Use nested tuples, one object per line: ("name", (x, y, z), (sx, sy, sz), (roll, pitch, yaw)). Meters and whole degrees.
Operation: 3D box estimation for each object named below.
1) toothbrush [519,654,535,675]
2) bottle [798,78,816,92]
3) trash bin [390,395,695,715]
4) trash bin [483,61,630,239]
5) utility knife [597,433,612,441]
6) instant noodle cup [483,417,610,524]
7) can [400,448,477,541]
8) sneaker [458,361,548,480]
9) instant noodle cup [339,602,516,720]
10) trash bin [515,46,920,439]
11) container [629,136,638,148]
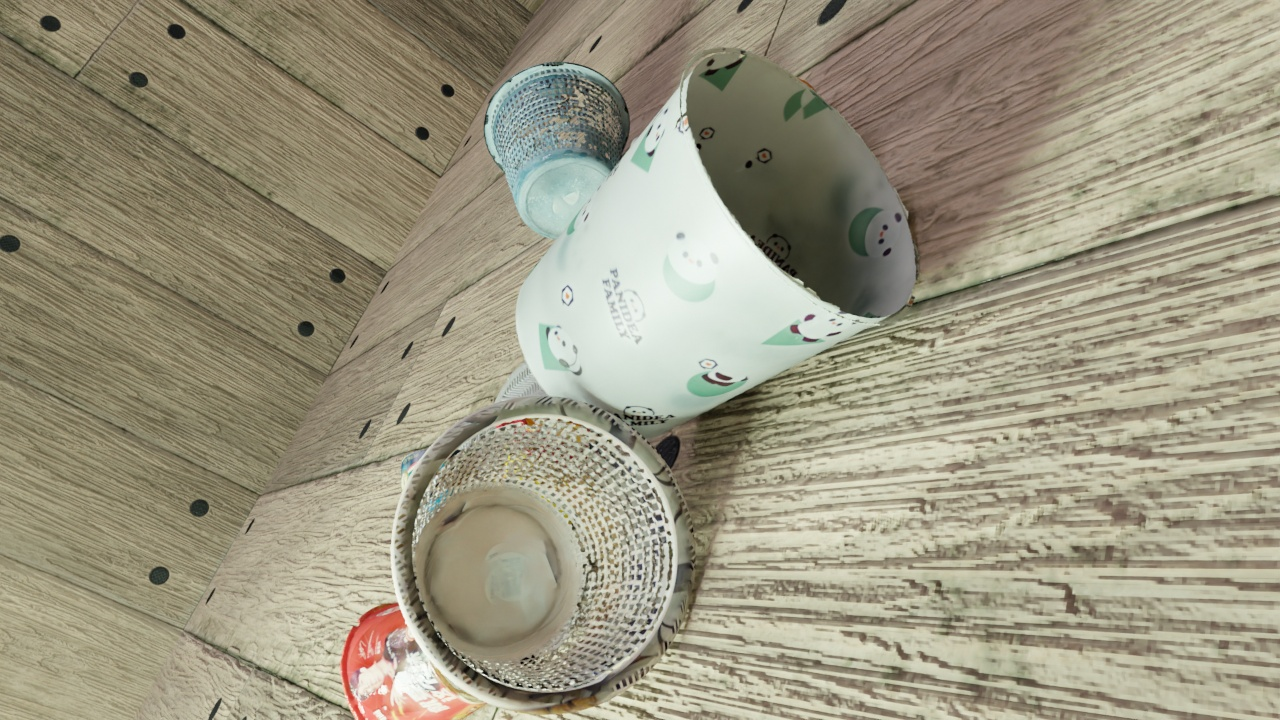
("toothbrush", (-0.109, 0.239, 0.884), (0.189, 0.014, 0.018), (-101, 19, -61))
("bottle", (0.137, -0.211, 0.926), (0.067, 0.066, 0.149), (-14, 54, 58))
("trash bin", (-0.095, 0.162, 0.739), (0.193, 0.227, 0.227), (-40, 25, 62))
("trash bin", (-0.115, -0.291, 1.359), (0.227, 0.226, 0.194), (-43, 39, 30))
("utility knife", (0.032, 0.013, 0.895), (0.231, 0.015, 0.033), (-42, 29, 29))
("instant noodle cup", (-0.105, 0.121, 0.916), (0.124, 0.116, 0.116), (-67, 24, 6))
("can", (-0.195, 0.147, 0.891), (0.076, 0.075, 0.111), (-36, 51, 40))
("sneaker", (-0.139, 0.092, 1.017), (0.089, 0.091, 0.241), (32, 67, 29))
("instant noodle cup", (-0.190, 0.276, 0.851), (0.109, 0.138, 0.137), (-31, 33, 30))
("trash bin", (0.042, -0.069, 0.716), (0.253, 0.229, 0.229), (-37, 30, 41))
("container", (0.049, -0.219, 1.057), (0.115, 0.090, 0.090), (-12, 49, 45))
